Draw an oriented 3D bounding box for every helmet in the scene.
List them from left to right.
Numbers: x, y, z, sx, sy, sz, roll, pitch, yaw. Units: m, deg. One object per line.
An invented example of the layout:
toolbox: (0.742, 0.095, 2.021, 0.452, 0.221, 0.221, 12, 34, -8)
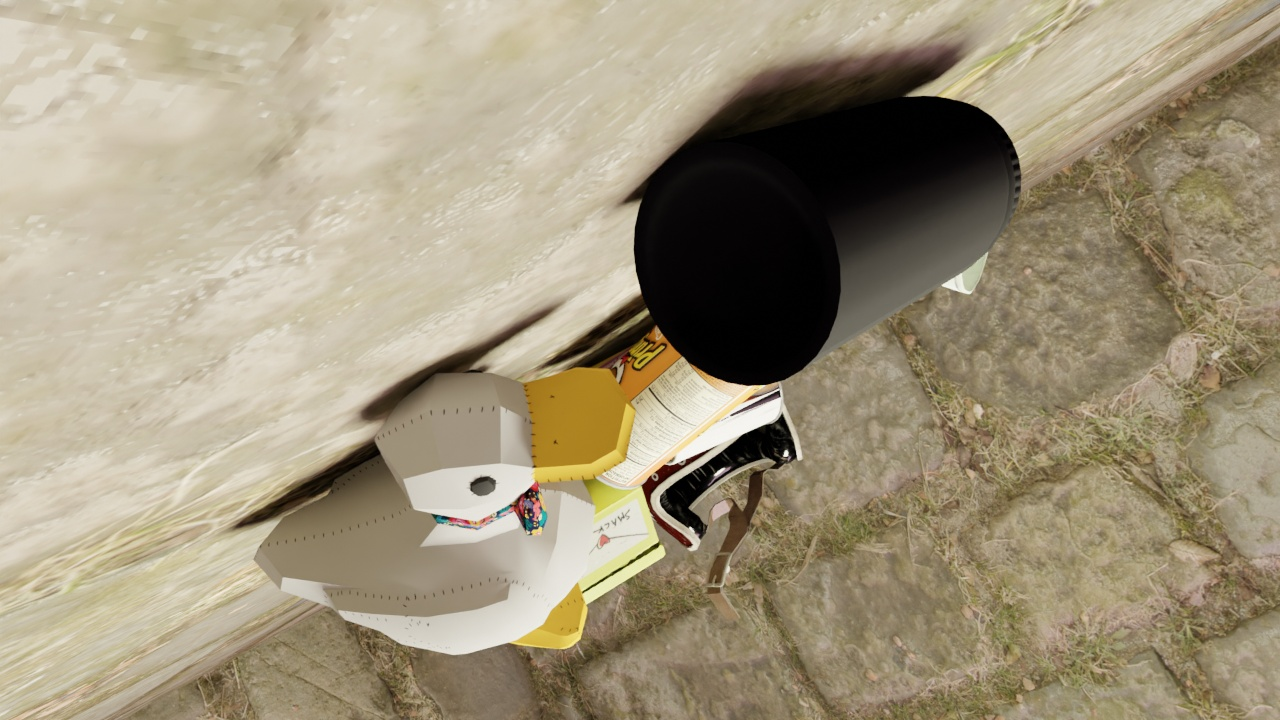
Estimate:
helmet: (0.081, 0.123, 1.140, 0.233, 0.253, 0.234, -37, -168, -17)

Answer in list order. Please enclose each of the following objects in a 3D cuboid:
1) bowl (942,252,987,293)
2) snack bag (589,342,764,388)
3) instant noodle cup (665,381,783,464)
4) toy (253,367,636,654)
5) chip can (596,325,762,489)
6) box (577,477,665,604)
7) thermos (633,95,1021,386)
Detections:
bowl: (0.273, -0.121, 0.821, 0.061, 0.117, 0.117, 11, -161, 31)
snack bag: (-0.020, 0.041, 0.756, 0.248, 0.068, 0.159, -28, 171, 21)
instant noodle cup: (0.058, 0.039, 0.929, 0.121, 0.123, 0.124, -30, 175, -24)
toy: (-0.105, 0.092, 0.537, 0.247, 0.140, 0.268, -14, 152, 6)
chip can: (0.044, -0.005, 0.575, 0.216, 0.075, 0.075, -42, 170, 32)
box: (-0.090, 0.149, 0.897, 0.124, 0.082, 0.221, -29, -156, -26)
thermos: (0.094, -0.062, 0.385, 0.198, 0.086, 0.086, -26, 173, -45)
